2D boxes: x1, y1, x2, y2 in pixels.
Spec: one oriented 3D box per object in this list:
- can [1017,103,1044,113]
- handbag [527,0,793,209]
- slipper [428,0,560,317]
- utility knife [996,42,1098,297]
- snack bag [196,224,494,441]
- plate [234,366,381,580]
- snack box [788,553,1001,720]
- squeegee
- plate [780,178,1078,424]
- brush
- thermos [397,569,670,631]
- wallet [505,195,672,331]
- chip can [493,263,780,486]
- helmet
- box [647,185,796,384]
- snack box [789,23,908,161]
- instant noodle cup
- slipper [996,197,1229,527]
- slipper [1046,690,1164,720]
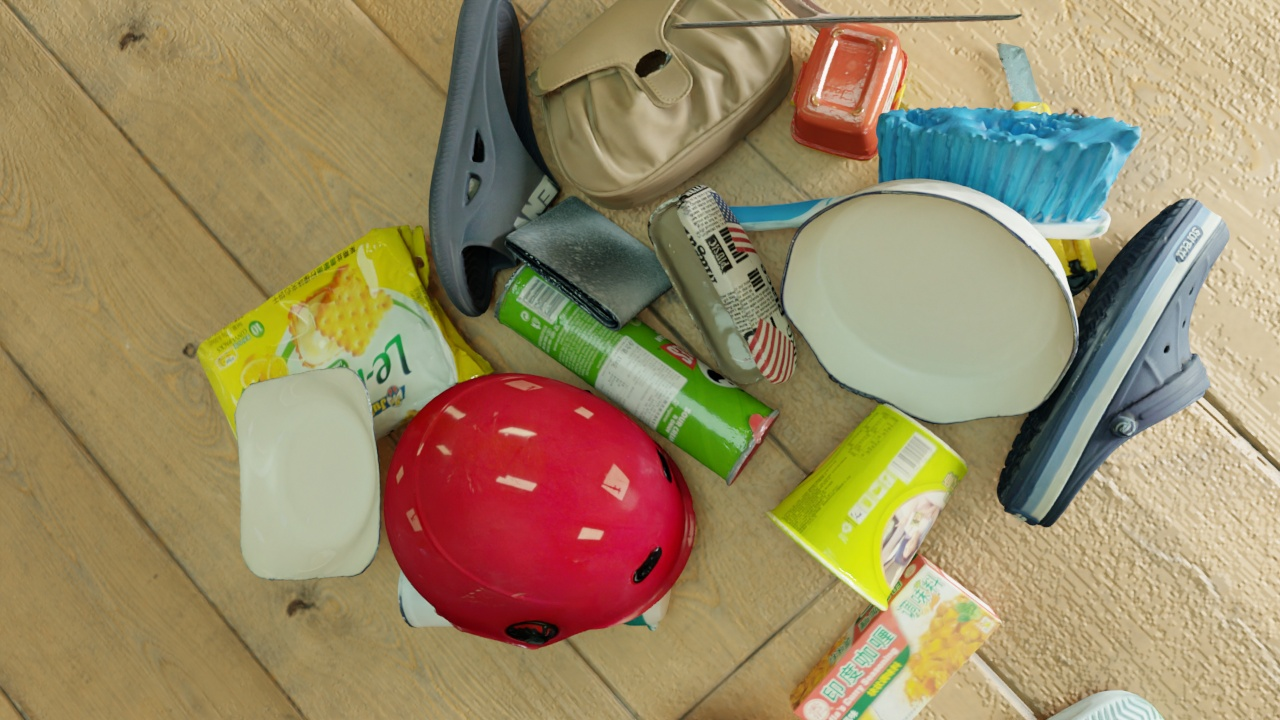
[{"bbox_3d":[0.257,-0.126,0.672,0.102,0.057,0.083,-22,88,28],"label":"can"},{"bbox_3d":[0.013,-0.219,0.716,0.204,0.099,0.147,-37,80,7],"label":"handbag"},{"bbox_3d":[-0.111,-0.168,0.746,0.083,0.110,0.268,5,89,11],"label":"slipper"},{"bbox_3d":[0.302,-0.146,0.688,0.033,0.015,0.202,-16,87,11],"label":"utility knife"},{"bbox_3d":[-0.262,0.003,0.804,0.247,0.068,0.158,-30,83,14],"label":"snack bag"},{"bbox_3d":[-0.260,0.092,0.736,0.164,0.034,0.164,-9,83,30],"label":"plate"},{"bbox_3d":[0.194,0.230,0.706,0.077,0.027,0.156,37,100,-6],"label":"snack box"},{"bbox_3d":[0.104,-0.291,0.675,0.247,0.040,0.249,-8,48,-15],"label":"squeegee"},{"bbox_3d":[0.200,-0.042,0.643,0.205,0.205,0.045,29,56,12],"label":"plate"},{"bbox_3d":[0.170,-0.126,0.652,0.315,0.060,0.110,13,130,28],"label":"brush"},{"bbox_3d":[-0.085,0.186,0.763,0.224,0.073,0.073,-4,90,14],"label":"thermos"},{"bbox_3d":[-0.036,-0.081,0.739,0.121,0.097,0.019,37,134,11],"label":"wallet"},{"bbox_3d":[-0.004,0.004,0.738,0.236,0.072,0.072,34,98,11],"label":"chip can"},{"bbox_3d":[-0.086,0.100,0.691,0.240,0.144,0.206,3,63,16],"label":"helmet"},{"bbox_3d":[0.062,-0.052,0.702,0.076,0.086,0.162,-25,98,14],"label":"box"},{"bbox_3d":[0.155,-0.206,0.691,0.082,0.080,0.091,19,95,13],"label":"snack box"},{"bbox_3d":[0.175,0.102,0.683,0.111,0.111,0.123,39,91,11],"label":"instant noodle cup"},{"bbox_3d":[0.340,0.010,0.635,0.095,0.105,0.253,29,97,11],"label":"slipper"},{"bbox_3d":[0.281,0.333,0.675,0.245,0.074,0.104,-37,81,-4],"label":"slipper"}]
